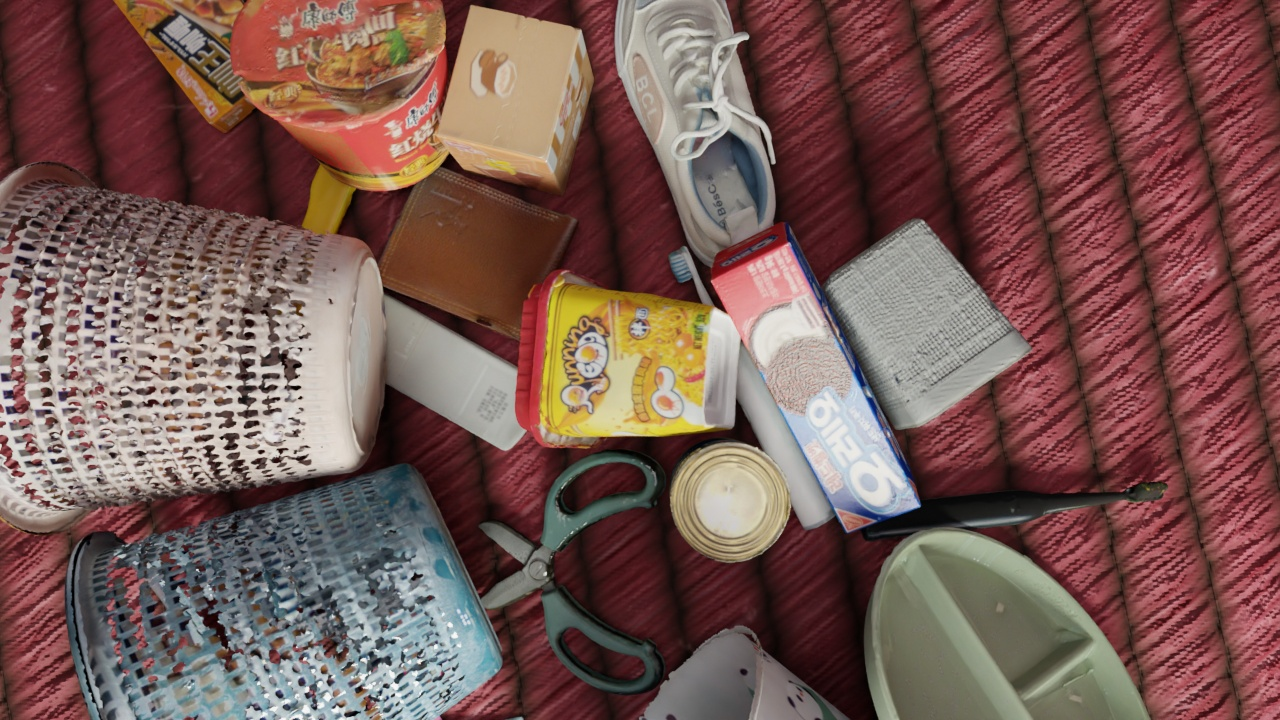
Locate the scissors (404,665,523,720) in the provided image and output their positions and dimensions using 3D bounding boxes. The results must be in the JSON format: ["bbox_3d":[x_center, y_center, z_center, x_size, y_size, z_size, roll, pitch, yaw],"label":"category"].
[{"bbox_3d":[-0.151,0.265,0.659,0.133,0.017,0.136,-11,85,-3],"label":"scissors"}]

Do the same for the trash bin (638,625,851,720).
[{"bbox_3d":[0.106,0.327,0.550,0.252,0.229,0.229,34,88,-2],"label":"trash bin"}]

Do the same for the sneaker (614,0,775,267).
[{"bbox_3d":[0.037,-0.185,0.640,0.089,0.091,0.242,-15,85,0],"label":"sneaker"}]

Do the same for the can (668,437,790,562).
[{"bbox_3d":[0.056,0.090,0.612,0.075,0.111,0.075,0,86,2],"label":"can"}]

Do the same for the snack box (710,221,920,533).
[{"bbox_3d":[0.118,0.014,0.605,0.058,0.057,0.207,-25,107,16],"label":"snack box"}]

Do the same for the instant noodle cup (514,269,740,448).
[{"bbox_3d":[-0.004,0.004,0.606,0.124,0.116,0.116,3,86,21],"label":"instant noodle cup"}]

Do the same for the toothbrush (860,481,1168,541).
[{"bbox_3d":[0.263,0.103,0.646,0.213,0.027,0.026,-7,56,2],"label":"toothbrush"}]

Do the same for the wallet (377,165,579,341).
[{"bbox_3d":[-0.119,-0.080,0.670,0.124,0.032,0.101,22,85,2],"label":"wallet"}]

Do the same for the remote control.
[{"bbox_3d":[-0.144,0.007,0.669,0.150,0.021,0.058,30,90,4],"label":"remote control"}]

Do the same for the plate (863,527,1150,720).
[{"bbox_3d":[0.231,0.212,0.571,0.230,0.229,0.028,40,132,4],"label":"plate"}]

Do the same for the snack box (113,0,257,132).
[{"bbox_3d":[-0.334,-0.254,0.689,0.075,0.026,0.153,-38,86,0],"label":"snack box"}]

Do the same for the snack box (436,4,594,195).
[{"bbox_3d":[-0.084,-0.178,0.642,0.077,0.094,0.092,14,87,3],"label":"snack box"}]

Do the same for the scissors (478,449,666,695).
[{"bbox_3d":[-0.027,0.151,0.648,0.175,0.019,0.170,-42,87,11],"label":"scissors"}]

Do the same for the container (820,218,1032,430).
[{"bbox_3d":[0.185,-0.025,0.627,0.090,0.090,0.114,-35,83,-1],"label":"container"}]

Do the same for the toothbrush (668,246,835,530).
[{"bbox_3d":[0.078,0.017,0.658,0.026,0.026,0.221,-27,86,4],"label":"toothbrush"}]

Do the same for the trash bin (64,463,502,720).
[{"bbox_3d":[-0.203,0.170,0.578,0.194,0.227,0.226,-24,86,-16],"label":"trash bin"}]

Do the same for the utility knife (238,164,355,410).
[{"bbox_3d":[-0.253,-0.064,0.680,0.033,0.015,0.230,20,86,9],"label":"utility knife"}]

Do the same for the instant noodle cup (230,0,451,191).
[{"bbox_3d":[-0.191,-0.190,0.628,0.138,0.109,0.137,-1,71,2],"label":"instant noodle cup"}]

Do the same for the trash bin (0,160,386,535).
[{"bbox_3d":[-0.268,-0.005,0.575,0.192,0.227,0.227,1,86,-6],"label":"trash bin"}]
